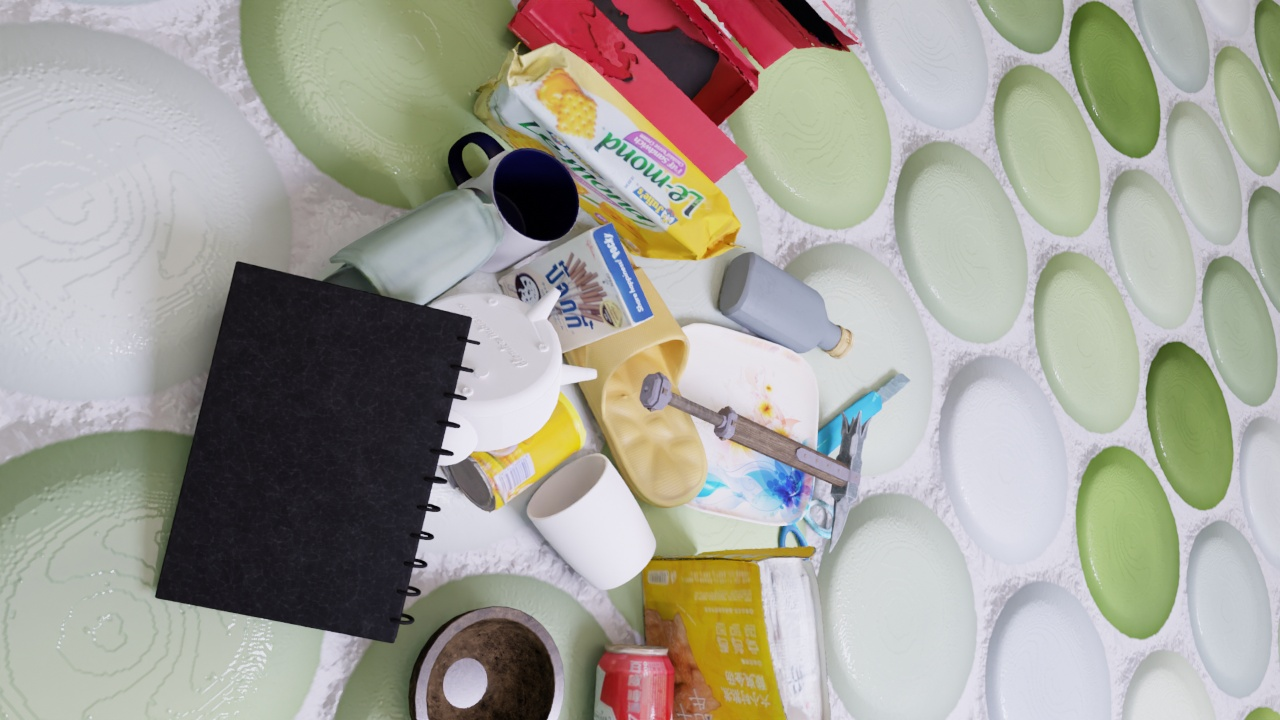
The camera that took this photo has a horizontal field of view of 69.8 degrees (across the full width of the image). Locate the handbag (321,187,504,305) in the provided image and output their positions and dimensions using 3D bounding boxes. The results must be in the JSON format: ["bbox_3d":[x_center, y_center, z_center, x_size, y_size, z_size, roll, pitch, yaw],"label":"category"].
[{"bbox_3d":[-0.177,-0.077,0.710,0.121,0.106,0.067,-40,100,-33],"label":"handbag"}]

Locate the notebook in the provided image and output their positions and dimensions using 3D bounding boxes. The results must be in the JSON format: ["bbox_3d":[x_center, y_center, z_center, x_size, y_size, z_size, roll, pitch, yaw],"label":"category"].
[{"bbox_3d":[-0.216,0.065,0.628,0.169,0.019,0.231,13,89,-7],"label":"notebook"}]

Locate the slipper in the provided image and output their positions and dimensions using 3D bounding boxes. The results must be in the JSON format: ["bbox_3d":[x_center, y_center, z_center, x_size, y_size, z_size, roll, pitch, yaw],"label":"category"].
[{"bbox_3d":[-0.005,0.005,0.820,0.099,0.079,0.263,-20,87,-26],"label":"slipper"}]

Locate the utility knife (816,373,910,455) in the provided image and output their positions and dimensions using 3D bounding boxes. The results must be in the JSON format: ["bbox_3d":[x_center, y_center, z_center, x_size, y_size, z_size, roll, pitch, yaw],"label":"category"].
[{"bbox_3d":[0.239,0.065,1.018,0.208,0.015,0.031,-31,99,-31],"label":"utility knife"}]

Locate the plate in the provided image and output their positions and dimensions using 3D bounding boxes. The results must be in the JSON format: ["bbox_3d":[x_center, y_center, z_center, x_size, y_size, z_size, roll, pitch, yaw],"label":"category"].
[{"bbox_3d":[0.097,0.065,0.913,0.186,0.016,0.186,16,71,-26],"label":"plate"}]

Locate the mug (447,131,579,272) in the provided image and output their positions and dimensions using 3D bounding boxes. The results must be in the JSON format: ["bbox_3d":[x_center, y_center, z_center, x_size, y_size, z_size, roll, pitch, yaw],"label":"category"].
[{"bbox_3d":[-0.118,-0.137,0.766,0.078,0.097,0.112,-41,104,-33],"label":"mug"}]

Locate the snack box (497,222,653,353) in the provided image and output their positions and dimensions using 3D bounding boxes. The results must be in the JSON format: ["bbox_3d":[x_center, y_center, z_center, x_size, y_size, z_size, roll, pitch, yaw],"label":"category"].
[{"bbox_3d":[-0.057,-0.052,0.757,0.026,0.150,0.082,-27,96,-39],"label":"snack box"}]

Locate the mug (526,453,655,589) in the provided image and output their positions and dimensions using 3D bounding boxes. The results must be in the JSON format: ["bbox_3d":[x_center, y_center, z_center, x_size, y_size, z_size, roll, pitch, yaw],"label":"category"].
[{"bbox_3d":[-0.035,0.130,0.788,0.087,0.081,0.114,56,25,-19],"label":"mug"}]

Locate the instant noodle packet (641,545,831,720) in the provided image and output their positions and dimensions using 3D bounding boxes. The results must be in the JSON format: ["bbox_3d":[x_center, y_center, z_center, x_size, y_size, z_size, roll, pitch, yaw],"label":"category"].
[{"bbox_3d":[0.082,0.272,0.777,0.084,0.163,0.221,-2,81,-36],"label":"instant noodle packet"}]

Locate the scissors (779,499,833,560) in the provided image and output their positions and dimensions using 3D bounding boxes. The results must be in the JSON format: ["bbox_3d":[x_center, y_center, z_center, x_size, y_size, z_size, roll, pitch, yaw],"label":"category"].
[{"bbox_3d":[0.143,0.152,0.938,0.141,0.014,0.090,46,65,-17],"label":"scissors"}]

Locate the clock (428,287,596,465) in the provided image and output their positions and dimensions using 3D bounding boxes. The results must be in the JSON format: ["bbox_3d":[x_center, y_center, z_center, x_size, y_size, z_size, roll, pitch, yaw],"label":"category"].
[{"bbox_3d":[-0.126,0.003,0.712,0.160,0.073,0.125,-32,60,-32],"label":"clock"}]

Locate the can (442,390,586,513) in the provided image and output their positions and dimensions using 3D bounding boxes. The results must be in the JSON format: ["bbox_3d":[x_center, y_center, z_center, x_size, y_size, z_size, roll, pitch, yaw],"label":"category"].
[{"bbox_3d":[-0.102,0.070,0.751,0.104,0.068,0.067,-35,100,-34],"label":"can"}]

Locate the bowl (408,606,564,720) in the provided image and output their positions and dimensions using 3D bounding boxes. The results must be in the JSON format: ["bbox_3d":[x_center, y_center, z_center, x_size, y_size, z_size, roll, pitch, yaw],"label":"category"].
[{"bbox_3d":[-0.125,0.250,0.704,0.121,0.056,0.121,8,76,-33],"label":"bowl"}]

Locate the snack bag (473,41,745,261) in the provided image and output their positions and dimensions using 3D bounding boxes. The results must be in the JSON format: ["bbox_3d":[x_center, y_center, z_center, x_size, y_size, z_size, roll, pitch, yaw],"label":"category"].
[{"bbox_3d":[-0.030,-0.173,0.793,0.247,0.160,0.068,39,81,-22],"label":"snack bag"}]

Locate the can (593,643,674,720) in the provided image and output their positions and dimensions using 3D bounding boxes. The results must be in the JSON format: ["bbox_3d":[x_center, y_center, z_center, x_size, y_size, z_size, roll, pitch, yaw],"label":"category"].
[{"bbox_3d":[-0.007,0.326,0.762,0.067,0.067,0.170,12,74,-32],"label":"can"}]

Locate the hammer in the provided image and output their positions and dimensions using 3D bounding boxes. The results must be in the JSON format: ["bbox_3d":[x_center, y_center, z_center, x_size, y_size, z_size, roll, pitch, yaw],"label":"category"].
[{"bbox_3d":[0.112,0.078,0.855,0.316,0.028,0.147,25,71,-40],"label":"hammer"}]

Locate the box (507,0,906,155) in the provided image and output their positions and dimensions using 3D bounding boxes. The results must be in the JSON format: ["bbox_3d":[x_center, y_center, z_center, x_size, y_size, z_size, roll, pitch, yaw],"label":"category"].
[{"bbox_3d":[0.049,-0.316,0.790,0.211,0.317,0.123,40,57,-22],"label":"box"}]

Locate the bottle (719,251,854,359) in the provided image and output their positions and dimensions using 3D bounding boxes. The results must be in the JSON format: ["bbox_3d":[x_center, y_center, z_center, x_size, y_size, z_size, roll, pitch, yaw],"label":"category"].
[{"bbox_3d":[0.159,-0.048,0.969,0.161,0.046,0.072,27,66,-27],"label":"bottle"}]
